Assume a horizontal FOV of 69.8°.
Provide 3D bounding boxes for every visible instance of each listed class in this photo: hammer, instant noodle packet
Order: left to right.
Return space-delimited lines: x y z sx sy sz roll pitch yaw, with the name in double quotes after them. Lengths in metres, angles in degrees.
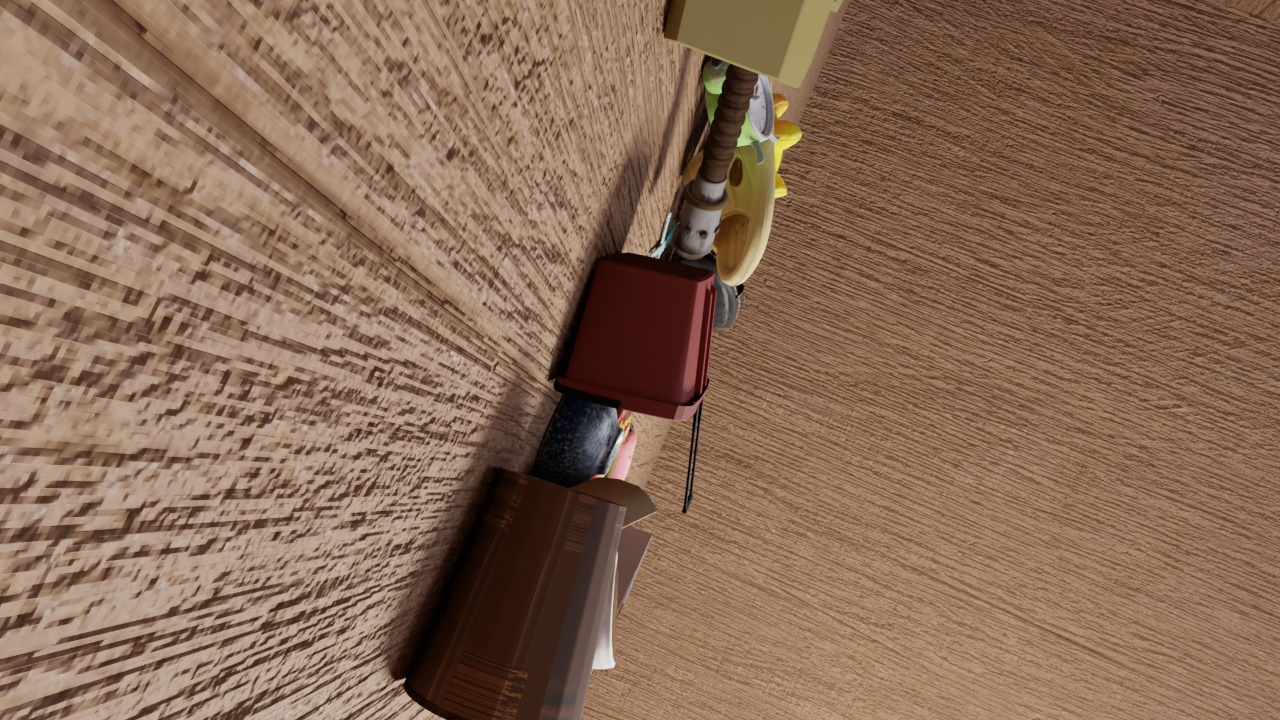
-0.044 0.097 1.114 0.098 0.040 0.135 -59 173 -14 "instant noodle packet"
0.075 -0.208 0.739 0.326 0.101 0.189 106 9 -49 "hammer"

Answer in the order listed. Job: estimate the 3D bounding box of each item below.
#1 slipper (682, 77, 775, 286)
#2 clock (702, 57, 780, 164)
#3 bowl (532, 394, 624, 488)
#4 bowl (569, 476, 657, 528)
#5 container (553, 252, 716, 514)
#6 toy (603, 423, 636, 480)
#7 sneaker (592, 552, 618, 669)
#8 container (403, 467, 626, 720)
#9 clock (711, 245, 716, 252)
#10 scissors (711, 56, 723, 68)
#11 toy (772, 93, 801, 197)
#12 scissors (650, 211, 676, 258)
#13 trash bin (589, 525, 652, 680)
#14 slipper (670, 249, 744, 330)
0.091 -0.211 0.965 0.111 0.079 0.261 144 -47 -66 "slipper"
0.093 -0.253 0.875 0.094 0.043 0.119 -54 133 -53 "clock"
-0.051 0.075 0.868 0.114 0.061 0.114 24 88 -85 "bowl"
-0.063 0.144 0.824 0.152 0.050 0.152 -25 171 -4 "bowl"
0.000 0.017 0.785 0.148 0.127 0.201 -42 144 -75 "container"
-0.038 0.132 1.223 0.089 0.051 0.110 -57 167 -66 "toy"
-0.091 0.233 0.848 0.295 0.127 0.120 134 -40 -70 "sneaker"
-0.083 0.174 0.677 0.132 0.132 0.167 73 34 -81 "container"
0.093 -0.197 1.102 0.152 0.052 0.113 84 11 -74 "clock"
0.089 -0.320 0.832 0.127 0.019 0.142 -27 133 -72 "scissors"
0.136 -0.247 1.194 0.194 0.087 0.134 109 -22 -49 "toy"
0.021 -0.117 1.049 0.134 0.015 0.134 -39 151 -65 "scissors"
-0.081 0.289 1.117 0.228 0.114 0.115 -54 165 -66 "trash bin"
0.078 -0.093 1.134 0.075 0.113 0.268 -54 177 -10 "slipper"
